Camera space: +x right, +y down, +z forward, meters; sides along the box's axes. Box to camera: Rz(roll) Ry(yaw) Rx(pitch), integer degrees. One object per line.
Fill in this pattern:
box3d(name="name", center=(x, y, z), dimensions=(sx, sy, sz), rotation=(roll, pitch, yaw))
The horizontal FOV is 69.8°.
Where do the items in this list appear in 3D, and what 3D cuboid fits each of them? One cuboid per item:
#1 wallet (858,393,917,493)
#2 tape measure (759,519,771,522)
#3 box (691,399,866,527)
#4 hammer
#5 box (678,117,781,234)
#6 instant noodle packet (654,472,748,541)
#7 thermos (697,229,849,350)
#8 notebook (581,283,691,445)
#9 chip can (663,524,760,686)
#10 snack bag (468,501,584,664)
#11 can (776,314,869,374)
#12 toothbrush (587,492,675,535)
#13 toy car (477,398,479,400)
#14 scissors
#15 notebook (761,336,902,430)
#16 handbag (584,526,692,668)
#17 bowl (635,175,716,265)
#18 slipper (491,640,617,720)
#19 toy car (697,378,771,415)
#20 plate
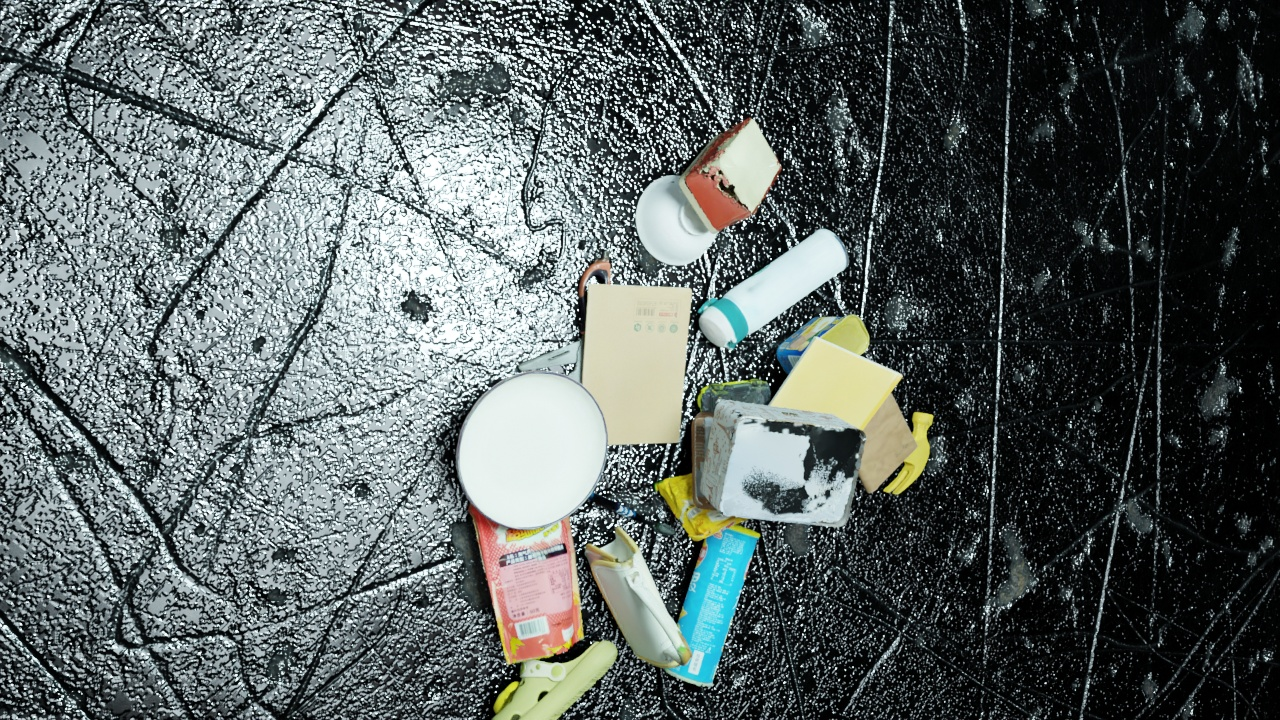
box3d(name="wallet", center=(0.343, 0.117, 1.321), dimensions=(0.115, 0.020, 0.101), rotation=(-38, 107, -21))
box3d(name="tape measure", center=(0.165, 0.182, 1.271), dimensions=(0.065, 0.034, 0.066), rotation=(35, 79, -23))
box3d(name="box", center=(0.163, 0.127, 1.168), dimensions=(0.181, 0.166, 0.150), rotation=(8, 102, -16))
box3d(name="hammer", center=(0.298, 0.114, 1.328), dimensions=(0.300, 0.033, 0.128), rotation=(14, 86, -24))
box3d(name="box", center=(0.123, -0.241, 1.162), dimensions=(0.091, 0.078, 0.167), rotation=(55, 36, -17))
box3d(name="instant noodle packet", center=(0.098, 0.180, 1.208), dimensions=(0.128, 0.110, 0.044), rotation=(-19, 137, -24))
box3d(name="thermos", center=(0.178, -0.097, 1.246), dimensions=(0.223, 0.073, 0.073), rotation=(-34, 106, -19))
box3d(name="notebook", center=(-0.007, 0.007, 1.184), dimensions=(0.147, 0.008, 0.208), rotation=(0, 100, -26))
box3d(name="chip can", center=(0.095, 0.321, 1.227), dimensions=(0.071, 0.071, 0.210), rotation=(20, 85, -24))
box3d(name="snack bag", center=(-0.133, 0.257, 1.128), dimensions=(0.128, 0.073, 0.208), rotation=(-11, 89, -30))
box3d(name="can", center=(0.251, -0.019, 1.272), dimensions=(0.102, 0.083, 0.057), rotation=(-36, 106, -18))
box3d(name="toothbrush", center=(-0.026, 0.191, 1.185), dimensions=(0.189, 0.016, 0.014), rotation=(30, 71, -30))
box3d(name="toy car", center=(-0.156, 0.067, 1.120), dimensions=(0.091, 0.036, 0.043), rotation=(6, 89, -28))
box3d(name="scissors", center=(-0.052, -0.028, 1.174), dimensions=(0.189, 0.015, 0.225), rotation=(18, 86, -24))
box3d(name="notebook", center=(0.240, 0.075, 1.247), dimensions=(0.145, 0.010, 0.207), rotation=(21, 116, -19))
box3d(name="handbag", center=(0.002, 0.304, 1.126), dimensions=(0.063, 0.179, 0.163), rotation=(-28, 105, -15))
box3d(name="bowl", center=(0.060, -0.185, 1.188), dimensions=(0.118, 0.065, 0.118), rotation=(-1, 93, -24))
box3d(name="slipper", center=(-0.117, 0.402, 1.139), dimensions=(0.190, 0.092, 0.081), rotation=(-38, 69, -10))
box3d(name="toy car", center=(0.127, 0.051, 1.246), dimensions=(0.105, 0.032, 0.048), rotation=(-6, 103, -21))
box3d(name="plate", center=(-0.132, 0.104, 1.094), dimensions=(0.192, 0.039, 0.192), rotation=(-5, 101, -29))
